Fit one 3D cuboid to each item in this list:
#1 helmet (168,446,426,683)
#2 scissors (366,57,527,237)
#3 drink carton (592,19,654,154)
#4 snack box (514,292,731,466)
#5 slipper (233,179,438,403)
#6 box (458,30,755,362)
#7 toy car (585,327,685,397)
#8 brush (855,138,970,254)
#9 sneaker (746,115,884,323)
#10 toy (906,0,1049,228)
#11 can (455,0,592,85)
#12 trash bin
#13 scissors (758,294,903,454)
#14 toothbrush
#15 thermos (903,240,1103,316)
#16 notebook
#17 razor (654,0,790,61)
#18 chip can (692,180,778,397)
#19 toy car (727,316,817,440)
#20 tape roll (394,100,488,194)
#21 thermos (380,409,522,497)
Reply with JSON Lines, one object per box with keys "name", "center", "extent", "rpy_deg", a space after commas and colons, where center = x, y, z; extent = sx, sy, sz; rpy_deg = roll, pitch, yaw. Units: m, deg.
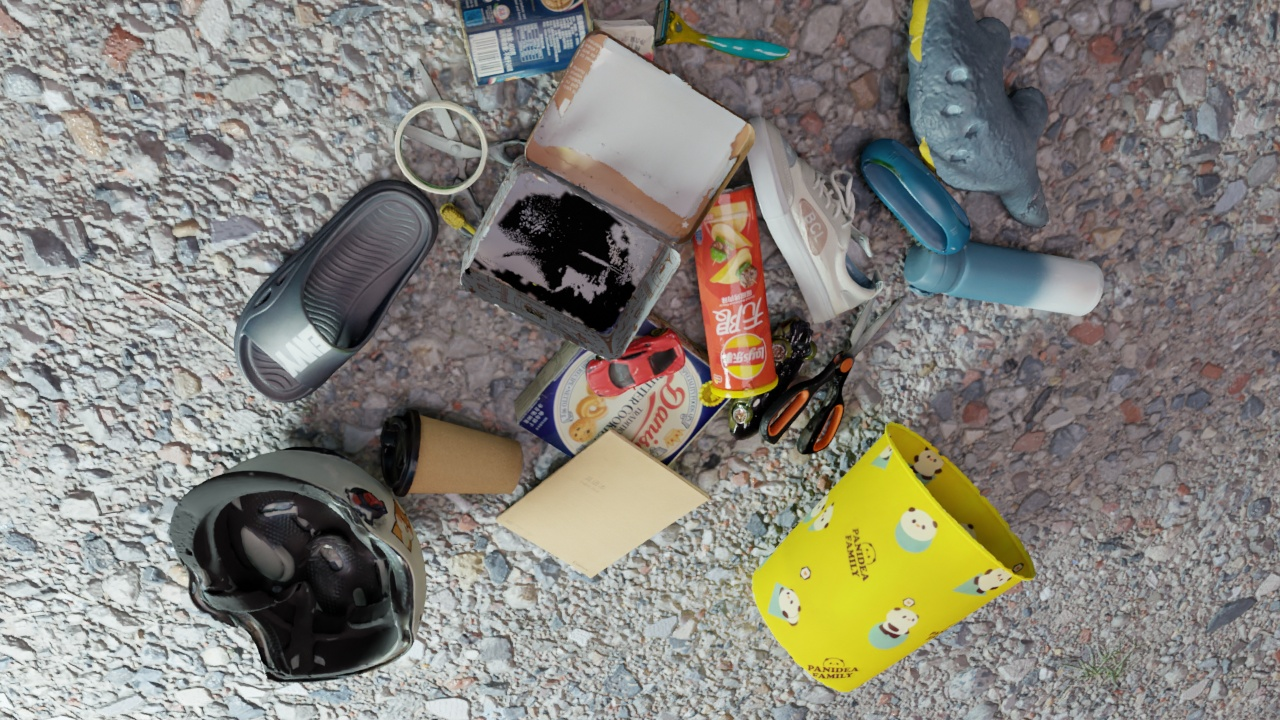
{"name": "helmet", "center": [-0.337, 0.195, 0.968], "extent": [0.230, 0.156, 0.274], "rpy_deg": [-27, 109, 16]}
{"name": "scissors", "center": [-0.170, -0.202, 0.878], "extent": [0.159, 0.014, 0.181], "rpy_deg": [-11, 117, -5]}
{"name": "drink carton", "center": [-0.018, -0.254, 0.863], "extent": [0.053, 0.045, 0.123], "rpy_deg": [-3, 118, -11]}
{"name": "snack box", "center": [-0.014, 0.040, 1.016], "extent": [0.182, 0.045, 0.178], "rpy_deg": [35, 105, -24]}
{"name": "slipper", "center": [-0.301, -0.059, 0.888], "extent": [0.110, 0.083, 0.268], "rpy_deg": [38, 103, -24]}
{"name": "box", "center": [-0.033, -0.148, 0.850], "extent": [0.177, 0.082, 0.261], "rpy_deg": [26, 109, -19]}
{"name": "toy car", "center": [-0.006, 0.006, 0.957], "extent": [0.106, 0.031, 0.049], "rpy_deg": [-21, 117, 1]}
{"name": "brush", "center": [0.280, -0.167, 0.931], "extent": [0.055, 0.073, 0.144], "rpy_deg": [-43, 93, 2]}
{"name": "sneaker", "center": [0.180, -0.146, 0.931], "extent": [0.091, 0.089, 0.242], "rpy_deg": [-20, 124, 17]}
{"name": "toy", "center": [0.335, -0.251, 0.920], "extent": [0.137, 0.091, 0.356], "rpy_deg": [-46, 121, -18]}
{"name": "can", "center": [-0.102, -0.290, 0.811], "extent": [0.111, 0.075, 0.075], "rpy_deg": [-12, 118, -5]}
{"name": "trash bin", "center": [0.285, 0.241, 1.089], "extent": [0.229, 0.229, 0.256], "rpy_deg": [34, 112, -24]}
{"name": "scissors", "center": [0.225, 0.021, 1.061], "extent": [0.224, 0.021, 0.205], "rpy_deg": [-35, 135, -11]}
{"name": "toothbrush", "center": [-0.126, -0.096, 0.927], "extent": [0.016, 0.016, 0.190], "rpy_deg": [-43, 124, 13]}
{"name": "thermos", "center": [0.402, -0.094, 1.021], "extent": [0.220, 0.070, 0.070], "rpy_deg": [6, 115, -14]}
{"name": "notebook", "center": [-0.047, 0.170, 1.058], "extent": [0.149, 0.012, 0.212], "rpy_deg": [36, 124, -23]}
{"name": "razor", "center": [0.078, -0.303, 0.867], "extent": [0.132, 0.028, 0.043], "rpy_deg": [8, 84, -13]}
{"name": "chip can", "center": [0.095, -0.072, 0.942], "extent": [0.073, 0.073, 0.217], "rpy_deg": [-10, 107, -6]}
{"name": "toy car", "center": [0.144, 0.022, 1.032], "extent": [0.070, 0.042, 0.158], "rpy_deg": [0, 122, -52]}
{"name": "tape roll", "center": [-0.187, -0.200, 0.863], "extent": [0.086, 0.014, 0.086], "rpy_deg": [-2, 114, -5]}
{"name": "thermos", "center": [-0.205, 0.106, 0.992], "extent": [0.143, 0.093, 0.093], "rpy_deg": [10, 114, -26]}
